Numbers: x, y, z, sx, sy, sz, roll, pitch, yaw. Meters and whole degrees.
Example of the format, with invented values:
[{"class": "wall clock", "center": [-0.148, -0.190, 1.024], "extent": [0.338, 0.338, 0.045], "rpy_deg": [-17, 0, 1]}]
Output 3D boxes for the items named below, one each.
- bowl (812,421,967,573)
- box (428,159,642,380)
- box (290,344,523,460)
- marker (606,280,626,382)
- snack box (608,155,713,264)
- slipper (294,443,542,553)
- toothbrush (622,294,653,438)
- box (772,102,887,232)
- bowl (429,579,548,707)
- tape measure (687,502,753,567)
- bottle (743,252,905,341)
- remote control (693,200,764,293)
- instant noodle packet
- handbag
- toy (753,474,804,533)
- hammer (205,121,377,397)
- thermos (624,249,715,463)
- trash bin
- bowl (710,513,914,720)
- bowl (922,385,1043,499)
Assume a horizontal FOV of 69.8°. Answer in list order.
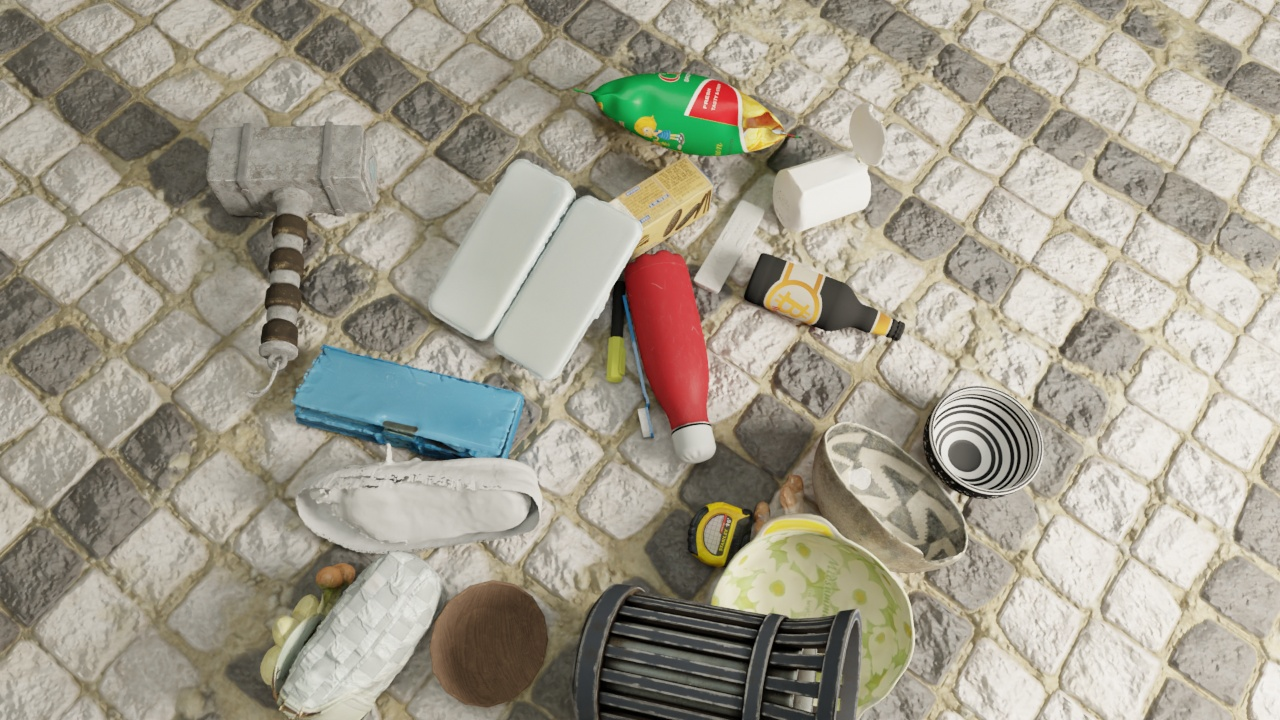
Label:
[{"class": "bowl", "center": [0.236, 0.151, 0.929], "extent": [0.178, 0.081, 0.178], "rpy_deg": [28, 30, -18]}, {"class": "box", "center": [-0.119, -0.102, 1.017], "extent": [0.189, 0.037, 0.208], "rpy_deg": [32, 90, 23]}, {"class": "box", "center": [-0.246, 0.047, 0.978], "extent": [0.231, 0.053, 0.093], "rpy_deg": [14, 66, 3]}, {"class": "marker", "center": [-0.025, -0.035, 1.043], "extent": [0.021, 0.017, 0.123], "rpy_deg": [-18, 58, 38]}, {"class": "snack box", "center": [-0.012, -0.158, 1.079], "extent": [0.206, 0.057, 0.056], "rpy_deg": [-34, 72, -15]}, {"class": "slipper", "center": [-0.223, 0.137, 0.930], "extent": [0.247, 0.074, 0.112], "rpy_deg": [-3, 105, -1]}, {"class": "toothbrush", "center": [-0.006, 0.006, 1.020], "extent": [0.014, 0.016, 0.166], "rpy_deg": [-12, 74, 0]}, {"class": "box", "center": [0.217, -0.222, 1.068], "extent": [0.106, 0.150, 0.080], "rpy_deg": [-19, 58, -14]}, {"class": "bowl", "center": [-0.149, 0.271, 0.885], "extent": [0.117, 0.030, 0.117], "rpy_deg": [4, 82, -27]}, {"class": "tape measure", "center": [0.081, 0.180, 0.948], "extent": [0.064, 0.037, 0.065], "rpy_deg": [9, 80, -5]}, {"class": "bottle", "center": [0.213, -0.065, 1.049], "extent": [0.182, 0.059, 0.059], "rpy_deg": [22, 67, 6]}, {"class": "remote control", "center": [0.107, -0.136, 1.098], "extent": [0.033, 0.012, 0.130], "rpy_deg": [27, 68, 10]}, {"class": "instant noodle packet", "center": [0.058, -0.290, 1.084], "extent": [0.253, 0.195, 0.090], "rpy_deg": [12, 105, 2]}, {"class": "handbag", "center": [-0.269, 0.250, 0.861], "extent": [0.123, 0.113, 0.171], "rpy_deg": [32, 68, 18]}, {"class": "toy", "center": [0.165, 0.178, 0.934], "extent": [0.074, 0.085, 0.106], "rpy_deg": [-41, 84, 4]}, {"class": "hammer", "center": [-0.394, -0.115, 1.024], "extent": [0.177, 0.080, 0.325], "rpy_deg": [-2, 67, -4]}, {"class": "thermos", "center": [0.038, -0.003, 1.005], "extent": [0.073, 0.073, 0.239], "rpy_deg": [-9, 68, -7]}, {"class": "trash bin", "center": [0.068, 0.284, 0.811], "extent": [0.228, 0.164, 0.164], "rpy_deg": [5, 65, 21]}, {"class": "bowl", "center": [0.166, 0.243, 0.885], "extent": [0.189, 0.060, 0.219], "rpy_deg": [-6, 100, 18]}, {"class": "bowl", "center": [0.358, 0.094, 0.985], "extent": [0.120, 0.066, 0.120], "rpy_deg": [1, 67, -3]}]
